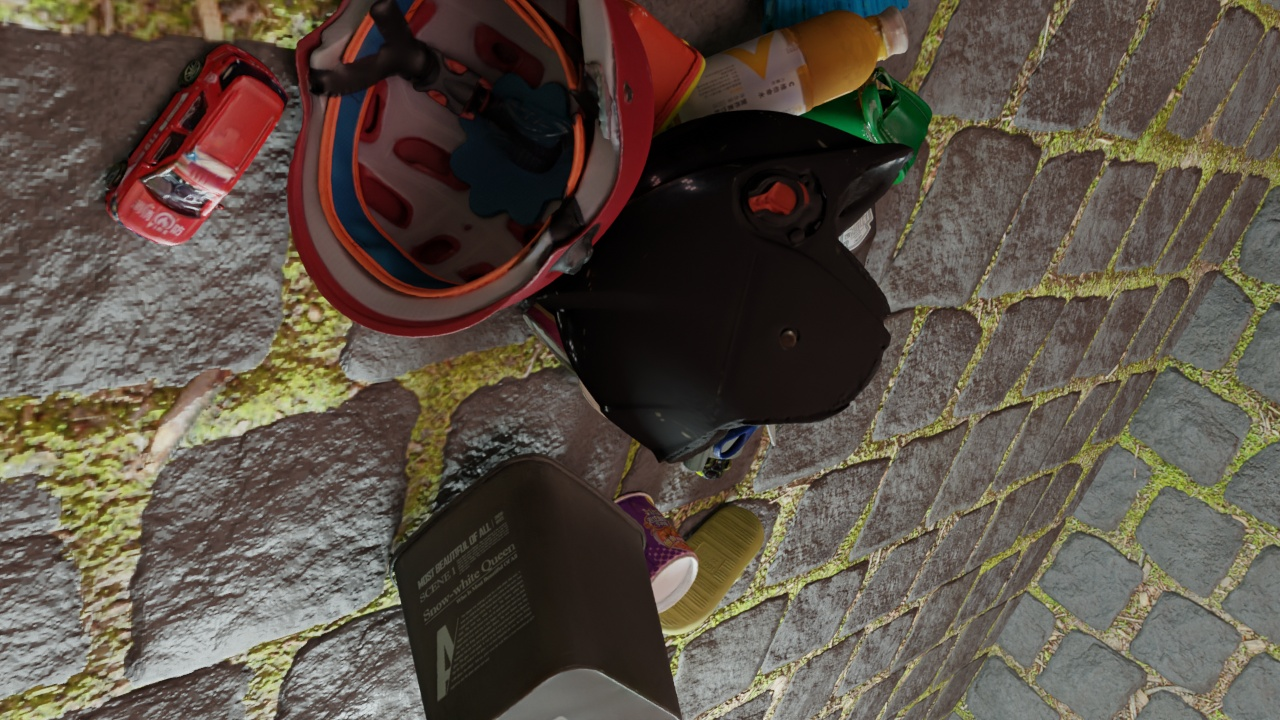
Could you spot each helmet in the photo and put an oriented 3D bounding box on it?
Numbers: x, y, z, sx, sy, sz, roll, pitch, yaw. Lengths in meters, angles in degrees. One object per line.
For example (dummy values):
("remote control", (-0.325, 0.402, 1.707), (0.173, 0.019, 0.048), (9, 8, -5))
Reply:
("helmet", (-0.090, -0.133, 0.550), (0.240, 0.207, 0.143), (-59, 165, 18))
("helmet", (0.064, -0.059, 0.643), (0.274, 0.230, 0.233), (-57, 174, 0))

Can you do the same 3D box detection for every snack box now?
("snack box", (-0.016, -0.209, 0.644), (0.080, 0.091, 0.082), (31, 95, -47))

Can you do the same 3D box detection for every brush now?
("brush", (0.101, -0.306, 0.720), (0.313, 0.060, 0.110), (-24, 130, -28))

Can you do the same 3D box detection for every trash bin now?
("trash bin", (-0.086, 0.235, 0.772), (0.199, 0.219, 0.198), (-40, 124, 10))

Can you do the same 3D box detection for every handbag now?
("handbag", (0.181, -0.213, 0.813), (0.120, 0.131, 0.068), (34, 78, -47))

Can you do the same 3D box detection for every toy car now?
("toy car", (0.091, 0.085, 1.049), (0.048, 0.032, 0.105), (19, 94, -52))
("toy car", (-0.247, -0.117, 0.513), (0.120, 0.045, 0.053), (-52, 142, 4))

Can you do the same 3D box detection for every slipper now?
("slipper", (0.083, 0.269, 1.149), (0.190, 0.092, 0.082), (-44, 145, -16))

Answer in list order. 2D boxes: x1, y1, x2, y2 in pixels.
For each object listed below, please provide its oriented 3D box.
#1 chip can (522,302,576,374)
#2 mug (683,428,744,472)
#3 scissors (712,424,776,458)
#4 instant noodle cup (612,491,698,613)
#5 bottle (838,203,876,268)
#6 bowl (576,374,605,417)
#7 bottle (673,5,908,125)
("chip can", (0.000, -0.083, 0.777), (0.210, 0.071, 0.071), (-44, 143, -10))
("mug", (0.079, 0.045, 0.940), (0.123, 0.084, 0.103), (-56, 165, -68))
("scissors", (0.127, 0.050, 0.938), (0.162, 0.012, 0.176), (-40, 147, -30))
("instant noodle cup", (0.004, 0.217, 1.012), (0.111, 0.099, 0.112), (-29, 138, -30))
("bottle", (0.223, -0.128, 1.000), (0.079, 0.044, 0.195), (-40, 143, -14))
("bowl", (-0.005, 0.005, 0.837), (0.113, 0.113, 0.062), (-44, -176, -9))
("bottle", (0.115, -0.227, 0.725), (0.189, 0.068, 0.068), (-21, 141, 5))
